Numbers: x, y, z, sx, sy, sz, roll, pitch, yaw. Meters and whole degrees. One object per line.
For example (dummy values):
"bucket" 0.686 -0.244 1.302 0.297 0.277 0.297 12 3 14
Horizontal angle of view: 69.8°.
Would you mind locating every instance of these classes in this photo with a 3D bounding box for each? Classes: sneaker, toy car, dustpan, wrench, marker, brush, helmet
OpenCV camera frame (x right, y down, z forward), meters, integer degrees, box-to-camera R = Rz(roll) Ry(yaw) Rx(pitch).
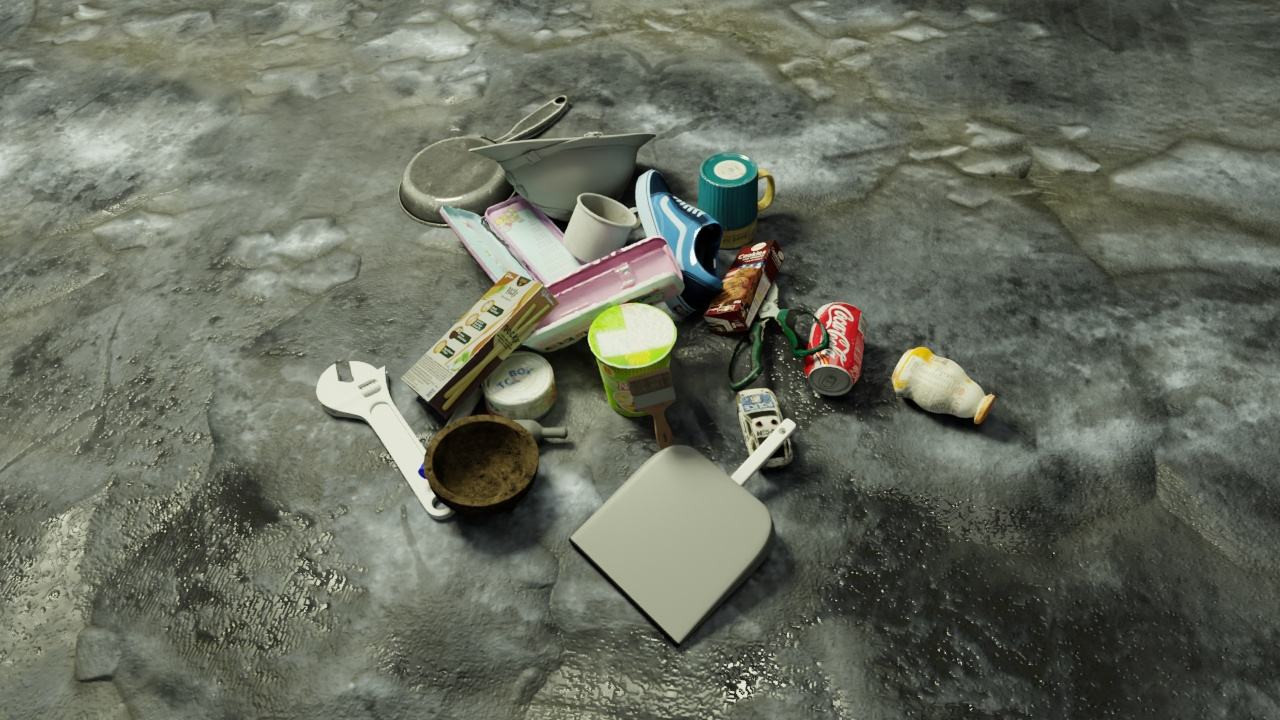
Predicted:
"sneaker" 0.064 -0.172 1.205 0.098 0.083 0.240 -31 51 24
"toy car" 0.138 0.072 1.030 0.048 0.041 0.112 -8 47 -4
"dustpan" 0.072 0.150 0.957 0.257 0.033 0.163 -45 58 -12
"wrench" -0.295 0.090 1.063 0.086 0.018 0.273 -29 53 -20
"marker" -0.215 0.080 1.053 0.020 0.020 0.141 10 43 13
"brush" 0.021 0.061 0.980 0.045 0.143 0.008 -16 47 1
"helmet" -0.101 -0.255 1.292 0.270 0.118 0.183 -12 14 -26

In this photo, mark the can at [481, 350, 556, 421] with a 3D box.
"can" -0.144 0.032 1.085 0.086 0.043 0.086 -1 48 1

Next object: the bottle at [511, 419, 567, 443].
"bottle" -0.140 0.083 1.047 0.113 0.030 0.030 0 48 4

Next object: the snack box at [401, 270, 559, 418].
"snack box" -0.191 -0.023 1.083 0.185 0.031 0.101 -47 33 -12

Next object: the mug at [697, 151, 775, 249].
"mug" 0.132 -0.224 1.253 0.113 0.107 0.083 -23 49 -16

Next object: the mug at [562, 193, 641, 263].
"mug" -0.045 -0.176 1.237 0.113 0.071 0.084 -6 42 -45

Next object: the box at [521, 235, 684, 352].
"box" -0.052 -0.078 1.096 0.202 0.102 0.087 -24 89 9

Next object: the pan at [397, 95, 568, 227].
"pan" -0.225 -0.326 1.417 0.187 0.055 0.355 26 59 24

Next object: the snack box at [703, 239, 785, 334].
"snack box" 0.134 -0.095 1.172 0.051 0.032 0.140 -7 39 40

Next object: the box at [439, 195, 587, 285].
"box" -0.170 -0.153 1.249 0.149 0.049 0.214 -12 45 -34

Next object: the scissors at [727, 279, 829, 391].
"scissors" 0.143 -0.034 1.129 0.147 0.015 0.209 -37 30 8

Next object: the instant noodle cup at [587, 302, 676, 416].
"instant noodle cup" -0.006 0.006 1.054 0.099 0.108 0.098 -2 48 2

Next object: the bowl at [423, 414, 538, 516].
"bowl" -0.170 0.123 0.994 0.121 0.056 0.121 2 47 -2

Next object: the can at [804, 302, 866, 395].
"can" 0.231 -0.014 1.085 0.064 0.064 0.104 9 49 12

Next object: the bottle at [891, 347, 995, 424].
"bottle" 0.343 0.031 1.039 0.109 0.063 0.063 30 57 24
